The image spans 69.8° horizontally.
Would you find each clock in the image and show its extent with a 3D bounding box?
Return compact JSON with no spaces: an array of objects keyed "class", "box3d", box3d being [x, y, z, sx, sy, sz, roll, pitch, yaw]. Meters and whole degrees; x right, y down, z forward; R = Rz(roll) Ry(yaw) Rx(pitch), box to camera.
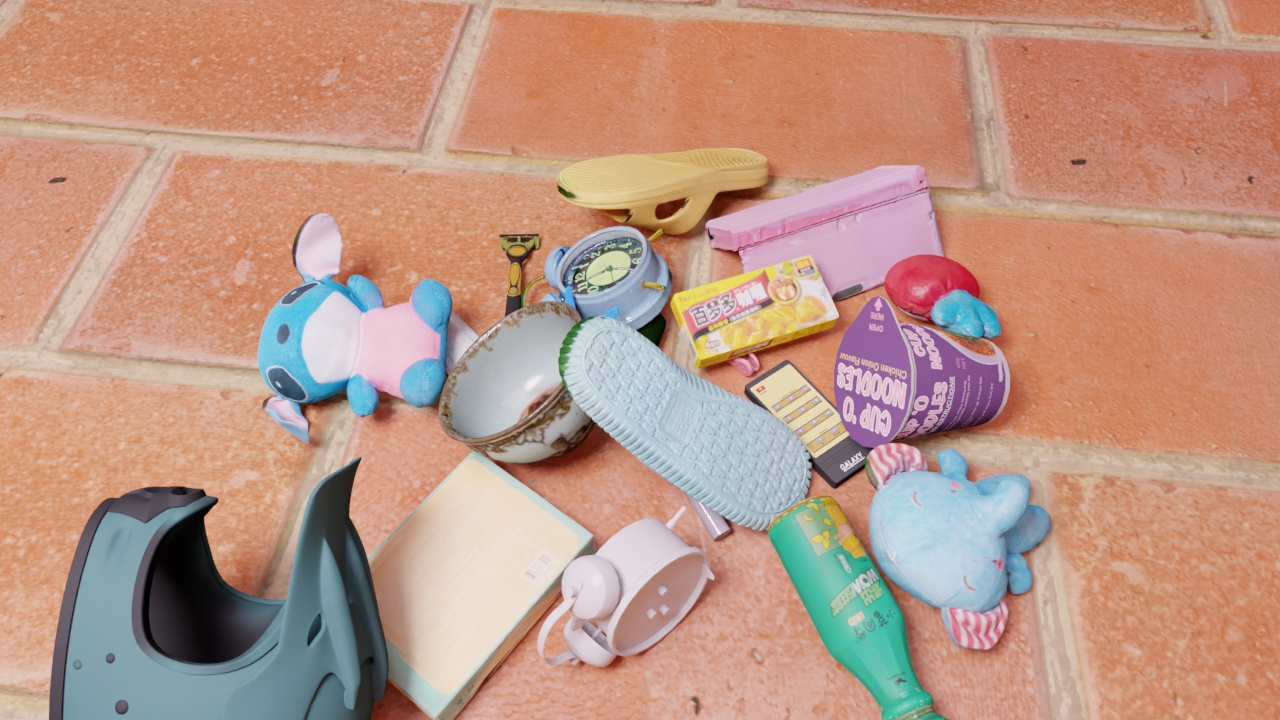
[{"class":"clock","box3d":[-0.046,-0.077,0.940,0.162,0.060,0.117,-17,45,14]},{"class":"clock","box3d":[-0.013,0.192,0.734,0.158,0.120,0.061,-29,50,-30]}]

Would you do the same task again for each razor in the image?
[{"class":"razor","box3d":[-0.134,-0.081,0.982,0.044,0.021,0.144,-1,57,0]}]

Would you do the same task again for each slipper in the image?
[{"class":"slipper","box3d":[0.036,0.061,0.803,0.276,0.070,0.115,35,56,-20]},{"class":"slipper","box3d":[0.032,-0.182,1.009,0.262,0.078,0.099,-16,34,-32]}]

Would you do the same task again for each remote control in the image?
[{"class":"remote control","box3d":[-0.191,-0.017,0.935,0.050,0.022,0.133,-38,63,-22]},{"class":"remote control","box3d":[0.163,0.059,0.882,0.058,0.013,0.133,-31,60,-19]}]

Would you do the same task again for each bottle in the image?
[{"class":"bottle","box3d":[0.178,0.213,0.742,0.068,0.068,0.209,-19,57,-12]},{"class":"bottle","box3d":[-0.005,0.005,0.911,0.033,0.033,0.122,13,57,10]}]

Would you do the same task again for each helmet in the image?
[{"class":"helmet","box3d":[-0.282,0.204,0.658,0.200,0.176,0.275,3,91,-6]}]

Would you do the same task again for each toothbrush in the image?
[{"class":"toothbrush","box3d":[0.027,0.082,0.849,0.018,0.019,0.188,-24,66,-18]}]

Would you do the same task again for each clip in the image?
[{"class":"clip","box3d":[0.098,-0.010,0.929,0.060,0.023,0.045,19,57,18]}]

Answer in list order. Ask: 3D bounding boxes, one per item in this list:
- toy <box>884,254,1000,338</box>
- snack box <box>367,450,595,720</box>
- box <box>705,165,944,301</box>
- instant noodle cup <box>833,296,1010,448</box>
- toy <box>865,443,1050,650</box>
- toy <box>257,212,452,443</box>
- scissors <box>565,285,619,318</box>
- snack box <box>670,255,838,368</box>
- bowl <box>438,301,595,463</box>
[{"class":"toy","box3d":[0.308,-0.061,0.929,0.092,0.062,0.133,-15,46,-20]},{"class":"snack box","box3d":[-0.153,0.186,0.781,0.141,0.044,0.193,32,61,22]},{"class":"box","box3d":[0.201,-0.127,1.003,0.232,0.115,0.106,-19,17,-13]},{"class":"instant noodle cup","box3d":[0.265,0.012,0.847,0.121,0.122,0.137,1,98,-20]},{"class":"toy","box3d":[0.283,0.140,0.775,0.180,0.115,0.183,-14,66,-23]},{"class":"toy","box3d":[-0.276,-0.029,0.892,0.191,0.099,0.223,1,73,3]},{"class":"scissors","box3d":[-0.061,-0.005,0.892,0.126,0.016,0.123,-43,84,21]},{"class":"snack box","box3d":[0.113,-0.049,0.915,0.152,0.025,0.075,-17,70,-10]},{"class":"bowl","box3d":[-0.094,0.035,0.841,0.160,0.094,0.159,-24,39,21]}]
